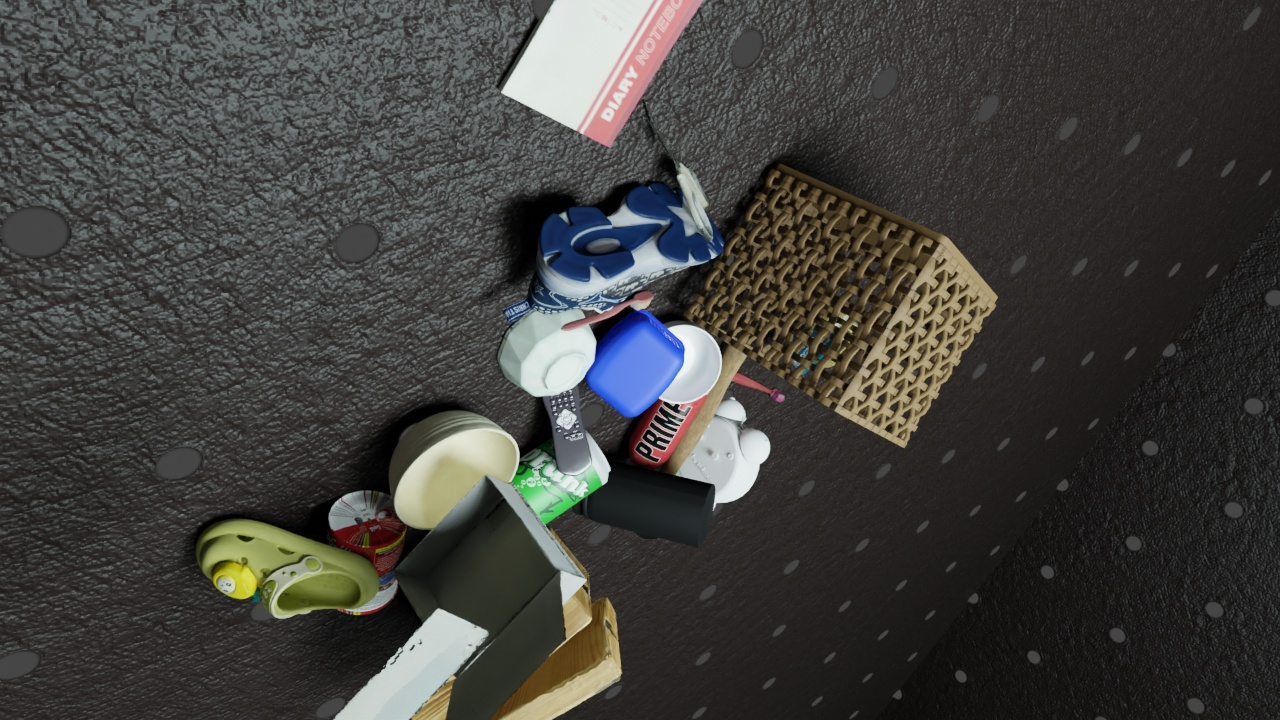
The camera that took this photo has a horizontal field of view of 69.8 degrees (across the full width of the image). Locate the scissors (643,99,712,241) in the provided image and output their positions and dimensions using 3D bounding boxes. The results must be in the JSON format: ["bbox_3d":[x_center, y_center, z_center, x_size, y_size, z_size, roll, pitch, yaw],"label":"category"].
[{"bbox_3d":[0.042,-0.203,0.979,0.013,0.163,0.154,-22,-175,18],"label":"scissors"}]

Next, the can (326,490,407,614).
[{"bbox_3d":[-0.316,0.220,1.050,0.086,0.086,0.117,-11,133,-36],"label":"can"}]

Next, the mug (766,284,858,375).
[{"bbox_3d":[0.249,-0.034,1.296,0.107,0.113,0.083,-43,132,5],"label":"mug"}]

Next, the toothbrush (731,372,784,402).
[{"bbox_3d":[0.167,0.036,1.372,0.016,0.016,0.189,-51,143,13],"label":"toothbrush"}]

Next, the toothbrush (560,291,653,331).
[{"bbox_3d":[-0.037,-0.054,1.043,0.184,0.015,0.016,-26,150,-55],"label":"toothbrush"}]

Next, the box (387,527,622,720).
[{"bbox_3d":[-0.168,0.362,1.166,0.245,0.168,0.279,-36,-177,-4],"label":"box"}]

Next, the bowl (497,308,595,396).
[{"bbox_3d":[-0.098,-0.003,1.048,0.117,0.061,0.118,-24,140,-22],"label":"bowl"}]

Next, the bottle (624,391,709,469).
[{"bbox_3d":[0.027,0.095,1.263,0.062,0.062,0.177,5,123,-46],"label":"bottle"}]

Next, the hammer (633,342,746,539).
[{"bbox_3d":[0.068,0.114,1.294,0.040,0.132,0.306,13,108,-52],"label":"hammer"}]

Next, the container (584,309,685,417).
[{"bbox_3d":[-0.006,0.006,1.105,0.096,0.058,0.114,40,99,-10],"label":"container"}]

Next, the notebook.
[{"bbox_3d":[-0.022,-0.311,0.846,0.153,0.012,0.209,14,117,-49],"label":"notebook"}]

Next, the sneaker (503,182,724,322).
[{"bbox_3d":[-0.025,-0.105,1.000,0.268,0.103,0.133,-21,163,-44],"label":"sneaker"}]

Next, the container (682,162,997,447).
[{"bbox_3d":[0.243,-0.065,1.115,0.219,0.252,0.214,24,99,-52],"label":"container"}]

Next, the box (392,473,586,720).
[{"bbox_3d":[-0.115,0.297,0.876,0.166,0.478,0.119,-47,122,2],"label":"box"}]

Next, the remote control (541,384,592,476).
[{"bbox_3d":[-0.089,0.080,1.118,0.046,0.009,0.124,-13,96,-18],"label":"remote control"}]

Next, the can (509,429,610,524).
[{"bbox_3d":[-0.115,0.151,1.167,0.139,0.088,0.088,-33,143,-12],"label":"can"}]

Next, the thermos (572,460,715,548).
[{"bbox_3d":[-0.007,0.186,1.232,0.086,0.199,0.086,12,89,-75],"label":"thermos"}]

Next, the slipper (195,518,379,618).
[{"bbox_3d":[-0.373,0.233,0.961,0.190,0.081,0.092,17,125,-13],"label":"slipper"}]

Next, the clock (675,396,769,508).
[{"bbox_3d":[0.105,0.140,1.327,0.072,0.125,0.161,12,124,-48],"label":"clock"}]

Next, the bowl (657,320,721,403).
[{"bbox_3d":[0.047,-0.002,1.172,0.105,0.054,0.105,-4,110,-11],"label":"bowl"}]

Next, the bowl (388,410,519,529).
[{"bbox_3d":[-0.221,0.112,1.038,0.150,0.075,0.151,-26,141,-23],"label":"bowl"}]
